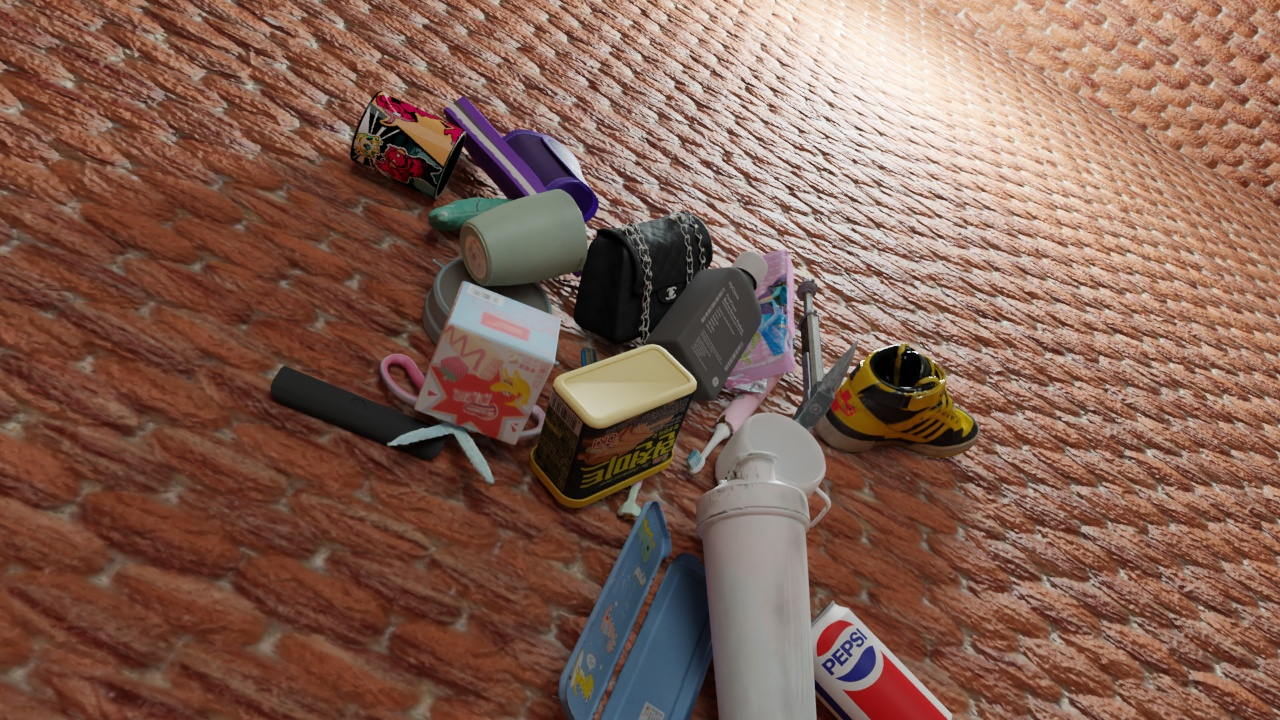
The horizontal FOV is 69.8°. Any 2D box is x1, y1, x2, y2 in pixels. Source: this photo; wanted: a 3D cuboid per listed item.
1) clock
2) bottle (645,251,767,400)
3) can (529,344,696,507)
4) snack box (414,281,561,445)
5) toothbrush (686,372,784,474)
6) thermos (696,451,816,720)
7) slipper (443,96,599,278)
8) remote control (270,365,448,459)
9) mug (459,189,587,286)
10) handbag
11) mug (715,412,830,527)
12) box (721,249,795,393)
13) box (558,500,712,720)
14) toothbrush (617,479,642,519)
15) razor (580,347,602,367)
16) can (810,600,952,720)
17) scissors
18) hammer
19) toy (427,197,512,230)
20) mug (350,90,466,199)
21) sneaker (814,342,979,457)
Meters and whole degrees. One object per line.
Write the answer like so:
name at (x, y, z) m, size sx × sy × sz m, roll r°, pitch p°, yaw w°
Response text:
clock at (-0.142, -0.038, 0.892) m, size 0.122 × 0.045 × 0.159 m, roll -8°, pitch 51°, yaw -38°
bottle at (0.081, -0.047, 0.954) m, size 0.173 × 0.046 × 0.084 m, roll -54°, pitch 126°, yaw -32°
can at (-0.023, 0.055, 0.808) m, size 0.130 × 0.101 × 0.072 m, roll -20°, pitch 52°, yaw -38°
snack box at (-0.129, 0.003, 0.781) m, size 0.093 × 0.095 × 0.079 m, roll 22°, pitch 29°, yaw -13°
toothbrush at (0.100, 0.057, 0.961) m, size 0.221 × 0.027 × 0.026 m, roll -42°, pitch 110°, yaw -51°
thermos at (0.092, 0.192, 0.736) m, size 0.099 × 0.100 × 0.220 m, roll 13°, pitch 58°, yaw -22°
slipper at (-0.116, -0.218, 1.033) m, size 0.084 × 0.107 × 0.266 m, roll -37°, pitch 63°, yaw -8°
remote control at (-0.234, 0.044, 0.767) m, size 0.147 × 0.015 × 0.033 m, roll 23°, pitch 39°, yaw -10°
mug at (-0.125, -0.119, 0.900) m, size 0.103 × 0.084 × 0.111 m, roll -20°, pitch 31°, yaw -31°
handbag at (0.020, -0.087, 0.969) m, size 0.153 × 0.125 × 0.115 m, roll -19°, pitch 37°, yaw -42°
mug at (0.132, 0.112, 0.889) m, size 0.115 × 0.068 × 0.094 m, roll 43°, pitch 40°, yaw 15°
box at (0.140, -0.039, 1.053) m, size 0.071 × 0.085 × 0.229 m, roll 60°, pitch 23°, yaw -28°
box at (0.004, 0.215, 0.719) m, size 0.125 × 0.043 × 0.208 m, roll 48°, pitch 36°, yaw -13°
toothbrush at (0.005, 0.093, 0.870) m, size 0.022 × 0.015 × 0.154 m, roll 2°, pitch 36°, yaw 14°
razor at (-0.006, 0.006, 0.955) m, size 0.143 × 0.022 × 0.042 m, roll -4°, pitch 87°, yaw -41°
can at (0.185, 0.268, 0.754) m, size 0.132 × 0.070 × 0.070 m, roll 45°, pitch 41°, yaw 17°
scissors at (-0.155, 0.047, 0.799) m, size 0.176 × 0.013 × 0.170 m, roll -1°, pitch 36°, yaw -45°
hammer at (0.199, -0.027, 1.058) m, size 0.028 × 0.147 × 0.316 m, roll 26°, pitch 28°, yaw -6°
toy at (-0.175, -0.157, 0.977) m, size 0.105 × 0.033 × 0.085 m, roll -10°, pitch 11°, yaw -18°
mug at (-0.252, -0.240, 1.016) m, size 0.098 × 0.082 × 0.118 m, roll 25°, pitch 18°, yaw -8°
sneaker at (0.318, 0.044, 1.040) m, size 0.238 × 0.122 × 0.086 m, roll 2°, pitch 48°, yaw -30°
